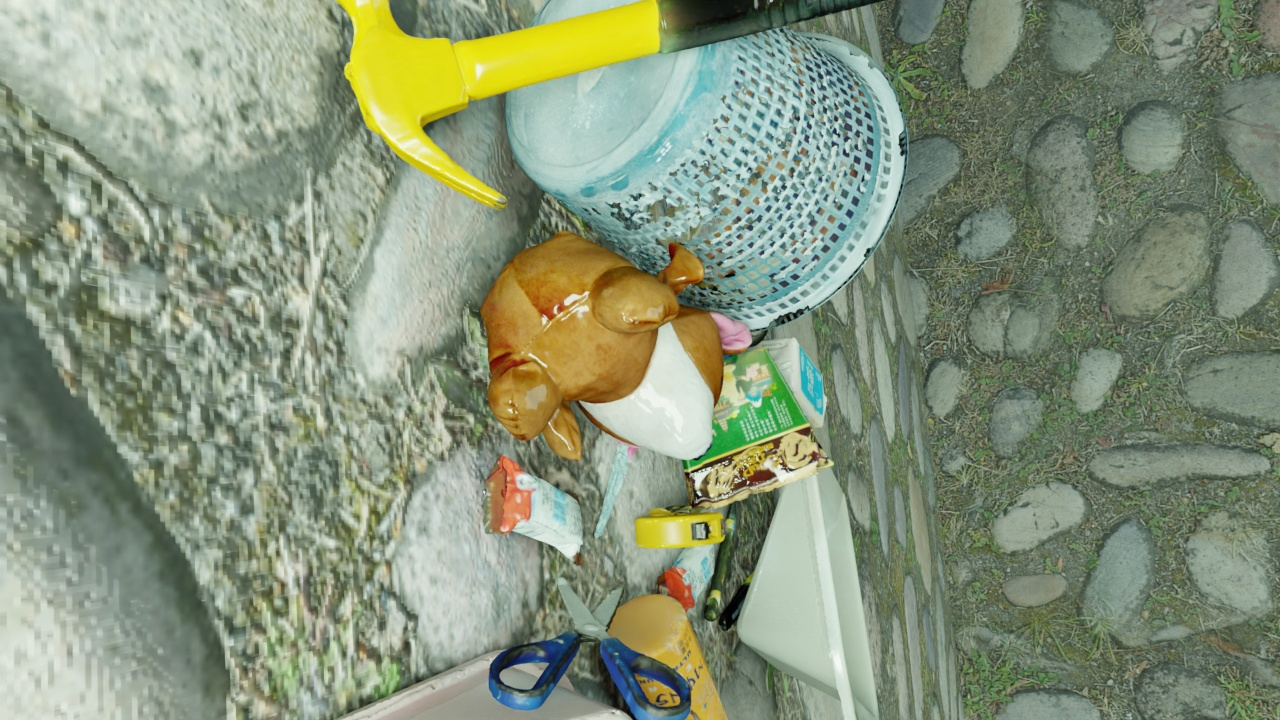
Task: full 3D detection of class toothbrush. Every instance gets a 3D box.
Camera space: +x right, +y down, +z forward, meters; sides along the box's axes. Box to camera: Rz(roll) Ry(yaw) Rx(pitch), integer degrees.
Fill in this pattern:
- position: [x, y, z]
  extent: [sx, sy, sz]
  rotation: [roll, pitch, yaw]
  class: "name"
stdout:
- position: [0.083, 0.160, 0.833]
  extent: [0.185, 0.017, 0.012]
  rotation: [-68, 180, -49]
  class: "toothbrush"

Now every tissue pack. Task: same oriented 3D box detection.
- position: [0.117, 0.029, 0.864]
  extent: [0.140, 0.090, 0.063]
  rotation: [40, 47, -59]
  class: "tissue pack"

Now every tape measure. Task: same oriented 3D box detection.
- position: [0.025, 0.118, 0.657]
  extent: [0.057, 0.060, 0.029]
  rotation: [9, 76, -60]
  class: "tape measure"

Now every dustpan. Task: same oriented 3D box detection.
- position: [-0.090, 0.254, 0.410]
  extent: [0.272, 0.139, 0.222]
  rotation: [-2, 85, -39]
  class: "dustpan"
- position: [0.193, 0.227, 0.858]
  extent: [0.257, 0.143, 0.223]
  rotation: [-64, 150, -17]
  class: "dustpan"

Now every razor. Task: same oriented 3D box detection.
- position: [0.066, -0.036, 0.757]
  extent: [0.062, 0.067, 0.167]
  rotation: [-59, -179, 1]
  class: "razor"

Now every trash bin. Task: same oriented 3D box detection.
- position: [0.029, -0.150, 0.593]
  extent: [0.195, 0.227, 0.226]
  rotation: [20, 64, -51]
  class: "trash bin"

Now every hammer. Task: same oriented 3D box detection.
- position: [0.008, -0.164, 0.453]
  extent: [0.033, 0.300, 0.129]
  rotation: [-163, -125, -78]
  class: "hammer"

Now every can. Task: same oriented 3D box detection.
- position: [0.023, 0.228, 0.617]
  extent: [0.058, 0.058, 0.146]
  rotation: [-63, 139, -53]
  class: "can"

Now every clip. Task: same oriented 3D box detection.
- position: [0.029, -0.104, 0.775]
  extent: [0.094, 0.035, 0.102]
  rotation: [21, 71, -69]
  class: "clip"

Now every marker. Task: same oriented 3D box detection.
- position: [0.096, 0.220, 0.848]
  extent: [0.124, 0.015, 0.018]
  rotation: [-20, 102, -65]
  class: "marker"

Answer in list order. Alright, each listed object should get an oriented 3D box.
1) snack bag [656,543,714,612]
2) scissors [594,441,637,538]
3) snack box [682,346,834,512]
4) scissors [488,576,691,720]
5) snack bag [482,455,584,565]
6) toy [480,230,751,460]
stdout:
- position: [0.038, 0.164, 0.715]
  extent: [0.104, 0.026, 0.048]
  rotation: [-40, 125, -64]
  class: "snack bag"
- position: [-0.012, 0.069, 0.645]
  extent: [0.054, 0.017, 0.133]
  rotation: [55, 38, -34]
  class: "scissors"
- position: [0.078, 0.052, 0.726]
  extent: [0.117, 0.118, 0.105]
  rotation: [64, 7, -83]
  class: "snack box"
- position: [-0.019, 0.143, 0.464]
  extent: [0.166, 0.155, 0.012]
  rotation: [0, 100, -58]
  class: "scissors"
- position: [-0.055, 0.086, 0.521]
  extent: [0.105, 0.026, 0.045]
  rotation: [43, 36, -58]
  class: "snack bag"
- position: [-0.003, 0.003, 0.549]
  extent: [0.130, 0.140, 0.199]
  rotation: [56, 10, 22]
  class: "toy"
